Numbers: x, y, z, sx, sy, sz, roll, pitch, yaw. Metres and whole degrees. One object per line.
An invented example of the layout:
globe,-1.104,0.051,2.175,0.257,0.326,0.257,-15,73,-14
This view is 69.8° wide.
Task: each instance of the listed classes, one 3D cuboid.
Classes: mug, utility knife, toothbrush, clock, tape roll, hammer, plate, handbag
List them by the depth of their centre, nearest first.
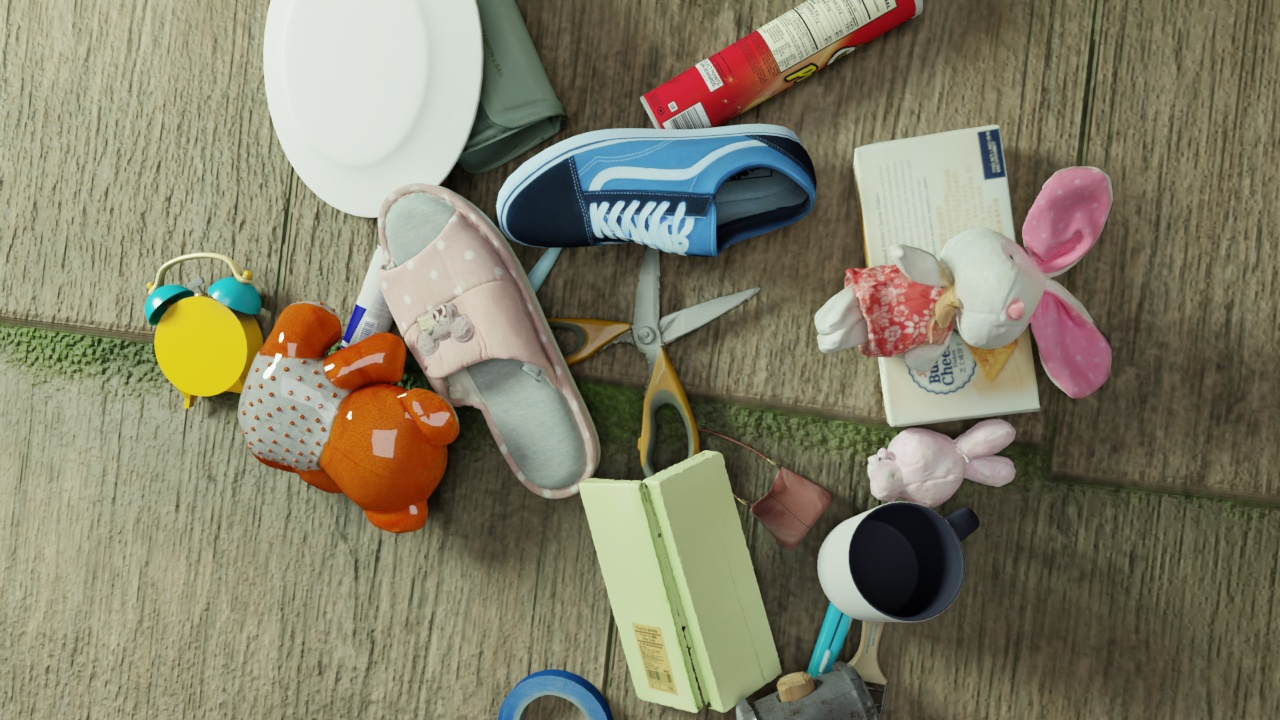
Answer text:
mug,0.189,0.138,0.655,0.112,0.097,0.078,-28,77,-8
hammer,0.161,0.384,0.675,0.098,0.052,0.328,-19,95,-8
utility knife,0.139,0.244,0.709,0.022,0.015,0.162,17,94,0
handbag,0.086,0.090,0.715,0.119,0.029,0.055,38,96,13
plate,-0.222,-0.235,0.722,0.243,0.016,0.242,6,102,30
handbag,-0.128,-0.225,0.732,0.106,0.067,0.122,-25,85,6
tape roll,-0.068,0.297,0.739,0.091,0.016,0.093,-20,86,8
toothbrush,-0.074,-0.085,0.746,0.022,0.016,0.155,35,94,16
clock,-0.369,-0.026,0.780,0.099,0.043,0.129,-6,95,9

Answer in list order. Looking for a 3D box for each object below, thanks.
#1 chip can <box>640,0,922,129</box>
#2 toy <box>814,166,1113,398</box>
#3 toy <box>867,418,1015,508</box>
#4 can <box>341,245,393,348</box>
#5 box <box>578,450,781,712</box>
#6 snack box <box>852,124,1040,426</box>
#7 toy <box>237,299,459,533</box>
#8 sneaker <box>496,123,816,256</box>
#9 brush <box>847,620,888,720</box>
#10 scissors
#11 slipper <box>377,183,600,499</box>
chip can,0.105,-0.233,0.702,0.215,0.051,0.052,-28,85,8
toy,0.213,-0.042,0.608,0.194,0.084,0.159,-7,116,8
toy,0.222,0.076,0.680,0.110,0.047,0.063,-10,118,6
can,-0.218,-0.046,0.760,0.032,0.032,0.095,21,92,9
box,0.029,0.171,0.689,0.128,0.066,0.188,-12,98,11
snack box,0.222,-0.059,0.678,0.104,0.057,0.208,-8,87,9
toy,-0.227,0.051,0.727,0.172,0.092,0.164,27,112,8
sneaker,0.011,-0.117,0.674,0.241,0.098,0.083,-9,130,2
brush,0.170,0.246,0.704,0.039,0.012,0.151,9,91,8
scissors,-0.005,0.003,0.728,0.225,0.016,0.229,-18,82,10
slipper,-0.122,-0.011,0.708,0.114,0.054,0.274,-29,94,29
